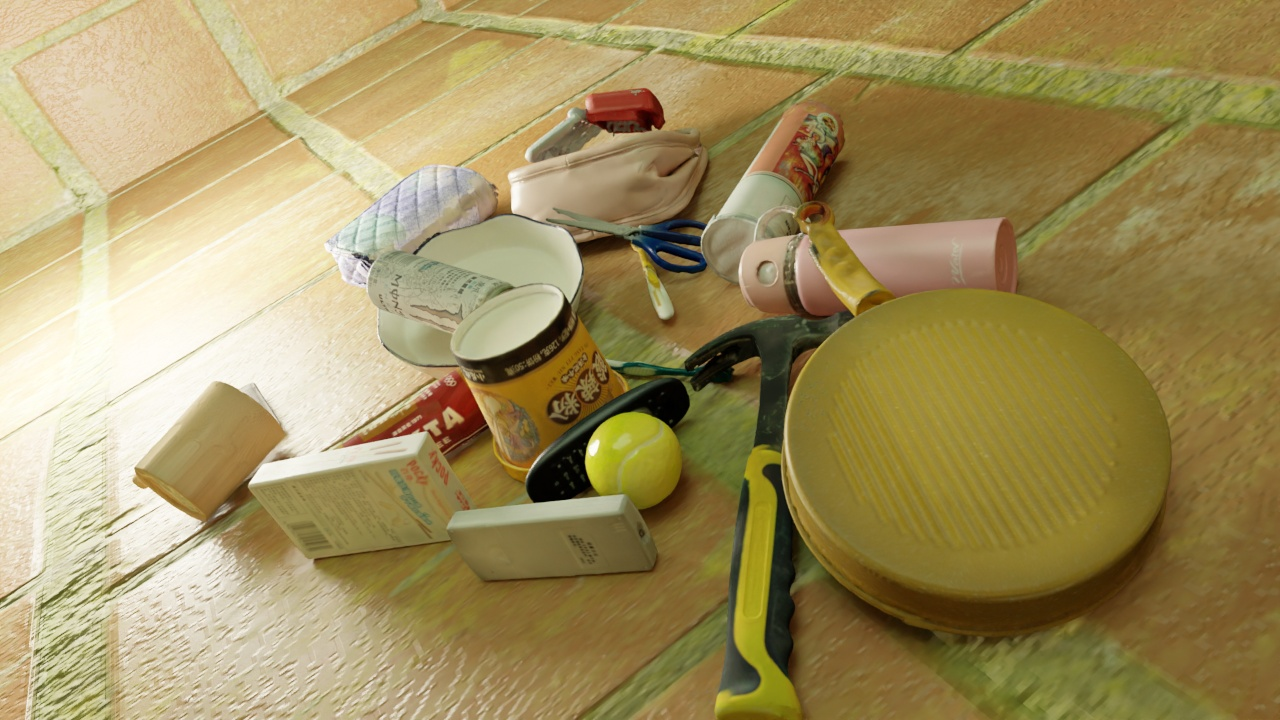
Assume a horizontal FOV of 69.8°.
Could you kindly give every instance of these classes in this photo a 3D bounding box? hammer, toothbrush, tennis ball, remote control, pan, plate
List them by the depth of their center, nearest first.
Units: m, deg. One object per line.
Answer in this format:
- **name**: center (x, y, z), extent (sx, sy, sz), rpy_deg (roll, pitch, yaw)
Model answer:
- **pan**: center (0.159, -0.003, 0.555), extent (0.198, 0.078, 0.356), rpy_deg (-18, 51, 1)
- **hammer**: center (0.077, 0.076, 0.572), extent (0.126, 0.032, 0.322), rpy_deg (-6, 38, 17)
- **remote control**: center (-0.059, 0.116, 0.595), extent (0.135, 0.056, 0.019), rpy_deg (-10, 35, 25)
- **tennis ball**: center (-0.004, 0.067, 0.618), extent (0.065, 0.065, 0.065), rpy_deg (-18, 33, 12)
- **remote control**: center (-0.025, 0.056, 0.659), extent (0.136, 0.053, 0.024), rpy_deg (-34, 42, -12)
- **toothbrush**: center (-0.004, 0.004, 0.756), extent (0.192, 0.016, 0.018), rpy_deg (4, 33, 38)
- **toothbrush**: center (0.008, -0.085, 0.870), extent (0.016, 0.018, 0.191), rpy_deg (-25, 30, 5)
- **plate**: center (-0.149, -0.059, 0.880), extent (0.205, 0.046, 0.204), rpy_deg (-9, 46, 10)

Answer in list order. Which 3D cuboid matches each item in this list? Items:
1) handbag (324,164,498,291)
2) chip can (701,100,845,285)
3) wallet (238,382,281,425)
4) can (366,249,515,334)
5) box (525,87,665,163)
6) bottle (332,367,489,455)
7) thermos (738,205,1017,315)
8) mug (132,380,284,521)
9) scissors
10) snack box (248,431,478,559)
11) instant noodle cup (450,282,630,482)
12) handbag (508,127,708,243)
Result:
- **handbag**: center (-0.280, -0.162, 1.134), extent (0.134, 0.076, 0.193), rpy_deg (15, 51, 41)
- **chip can**: center (0.127, -0.159, 0.845), extent (0.071, 0.071, 0.214), rpy_deg (-2, 39, 33)
- **wallet**: center (-0.428, 0.073, 0.953), extent (0.096, 0.020, 0.122), rpy_deg (-37, 36, -17)
- **can**: center (-0.173, -0.056, 0.812), extent (0.147, 0.058, 0.058), rpy_deg (18, 51, 30)
- **box**: center (-0.049, -0.268, 1.053), extent (0.161, 0.058, 0.201), rpy_deg (-19, 8, 8)
- **bottle**: center (-0.173, 0.054, 0.762), extent (0.174, 0.057, 0.057), rpy_deg (-35, 33, -14)
- **thermos**: center (0.172, -0.077, 0.686), extent (0.199, 0.087, 0.067), rpy_deg (2, 1, 37)
- **mug**: center (-0.414, 0.083, 0.862), extent (0.125, 0.084, 0.103), rpy_deg (3, 47, 39)
- **scissors**: center (-0.011, -0.115, 0.875), extent (0.172, 0.012, 0.132), rpy_deg (-6, 44, -8)
- **snack box**: center (-0.207, 0.105, 0.688), extent (0.157, 0.085, 0.026), rpy_deg (-12, 33, 21)
- **instant noodle cup**: center (-0.078, 0.013, 0.702), extent (0.118, 0.114, 0.118), rpy_deg (-18, 33, 12)
- **handbag**: center (-0.015, -0.211, 1.021), extent (0.194, 0.093, 0.233), rpy_deg (-8, 22, 31)
